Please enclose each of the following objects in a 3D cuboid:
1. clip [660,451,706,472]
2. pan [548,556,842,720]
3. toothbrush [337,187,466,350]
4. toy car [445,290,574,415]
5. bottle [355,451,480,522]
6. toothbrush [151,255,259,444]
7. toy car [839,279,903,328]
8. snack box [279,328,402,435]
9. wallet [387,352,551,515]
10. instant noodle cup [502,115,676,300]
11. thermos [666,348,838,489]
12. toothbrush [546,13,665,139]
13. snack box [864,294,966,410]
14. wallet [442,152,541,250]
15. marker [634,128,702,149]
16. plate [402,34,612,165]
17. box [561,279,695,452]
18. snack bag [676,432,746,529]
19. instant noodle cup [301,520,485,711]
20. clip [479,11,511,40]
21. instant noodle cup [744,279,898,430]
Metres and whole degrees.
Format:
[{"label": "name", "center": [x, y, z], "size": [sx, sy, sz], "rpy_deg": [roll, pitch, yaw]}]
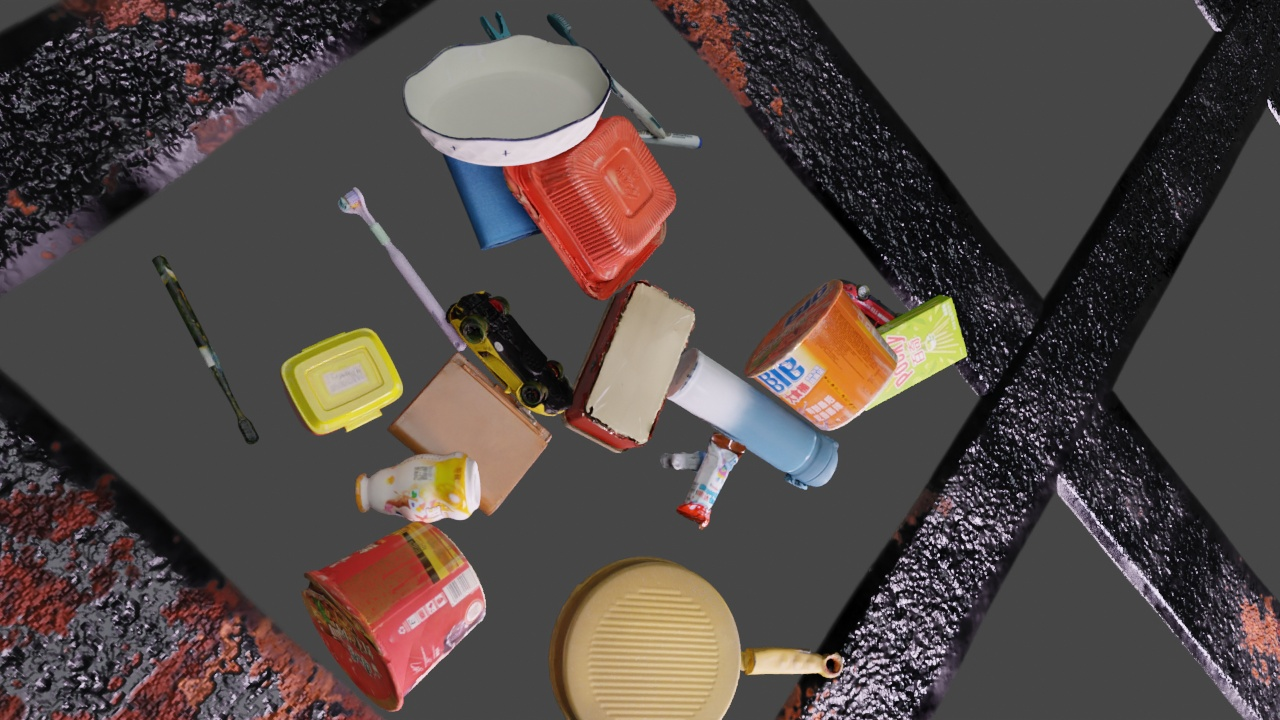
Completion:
[{"label": "clip", "center": [0.052, 0.111, 1.011], "size": [0.056, 0.028, 0.024], "rpy_deg": [8, 80, -35]}, {"label": "pan", "center": [0.076, 0.315, 0.967], "size": [0.357, 0.078, 0.197], "rpy_deg": [10, 78, -18]}, {"label": "toothbrush", "center": [-0.232, -0.087, 0.908], "size": [0.189, 0.029, 0.021], "rpy_deg": [54, 24, -9]}, {"label": "toy car", "center": [-0.129, -0.004, 0.920], "size": [0.156, 0.041, 0.071], "rpy_deg": [48, 27, -8]}, {"label": "bottle", "center": [-0.204, 0.118, 0.845], "size": [0.108, 0.063, 0.063], "rpy_deg": [-4, 80, -1]}, {"label": "toothbrush", "center": [-0.385, -0.009, 0.813], "size": [0.012, 0.017, 0.186], "rpy_deg": [-27, 92, -22]}, {"label": "toy car", "center": [0.285, -0.059, 1.148], "size": [0.120, 0.053, 0.045], "rpy_deg": [34, 86, -22]}, {"label": "snack box", "center": [-0.273, 0.024, 0.828], "size": [0.091, 0.080, 0.082], "rpy_deg": [-28, 92, -29]}, {"label": "wallet", "center": [-0.164, 0.070, 0.903], "size": [0.132, 0.031, 0.107], "rpy_deg": [43, 67, -13]}, {"label": "instant noodle cup", "center": [-0.038, -0.174, 0.966], "size": [0.189, 0.079, 0.164], "rpy_deg": [55, 49, -22]}, {"label": "thermos", "center": [0.128, 0.070, 1.035], "size": [0.220, 0.070, 0.070], "rpy_deg": [34, 66, -17]}, {"label": "toothbrush", "center": [-0.037, -0.326, 1.052], "size": [0.191, 0.016, 0.018], "rpy_deg": [46, 51, -5]}, {"label": "snack box", "center": [0.325, -0.010, 1.134], "size": [0.156, 0.026, 0.086], "rpy_deg": [-26, 112, -11]}, {"label": "wallet", "center": [-0.144, -0.192, 0.966], "size": [0.106, 0.040, 0.133], "rpy_deg": [-23, 93, -26]}, {"label": "marker", "center": [0.007, -0.261, 1.069], "size": [0.145, 0.017, 0.017], "rpy_deg": [-1, 79, -27]}, {"label": "plate", "center": [-0.133, -0.261, 0.925], "size": [0.205, 0.046, 0.204], "rpy_deg": [0, 46, 0]}, {"label": "box", "center": [-0.006, 0.006, 0.971], "size": [0.091, 0.079, 0.168], "rpy_deg": [29, 68, -19]}, {"label": "snack bag", "center": [0.076, 0.132, 1.007], "size": [0.045, 0.026, 0.105], "rpy_deg": [28, 85, -16]}, {"label": "instant noodle cup", "center": [-0.208, 0.215, 0.797], "size": [0.108, 0.138, 0.138], "rpy_deg": [-33, 95, -37]}, {"label": "clip", "center": [-0.154, -0.356, 1.009], "size": [0.041, 0.014, 0.056], "rpy_deg": [-31, 95, -28]}, {"label": "instant noodle cup", "center": [0.208, 0.000, 1.035], "size": [0.111, 0.152, 0.151], "rpy_deg": [43, 64, -7]}]
